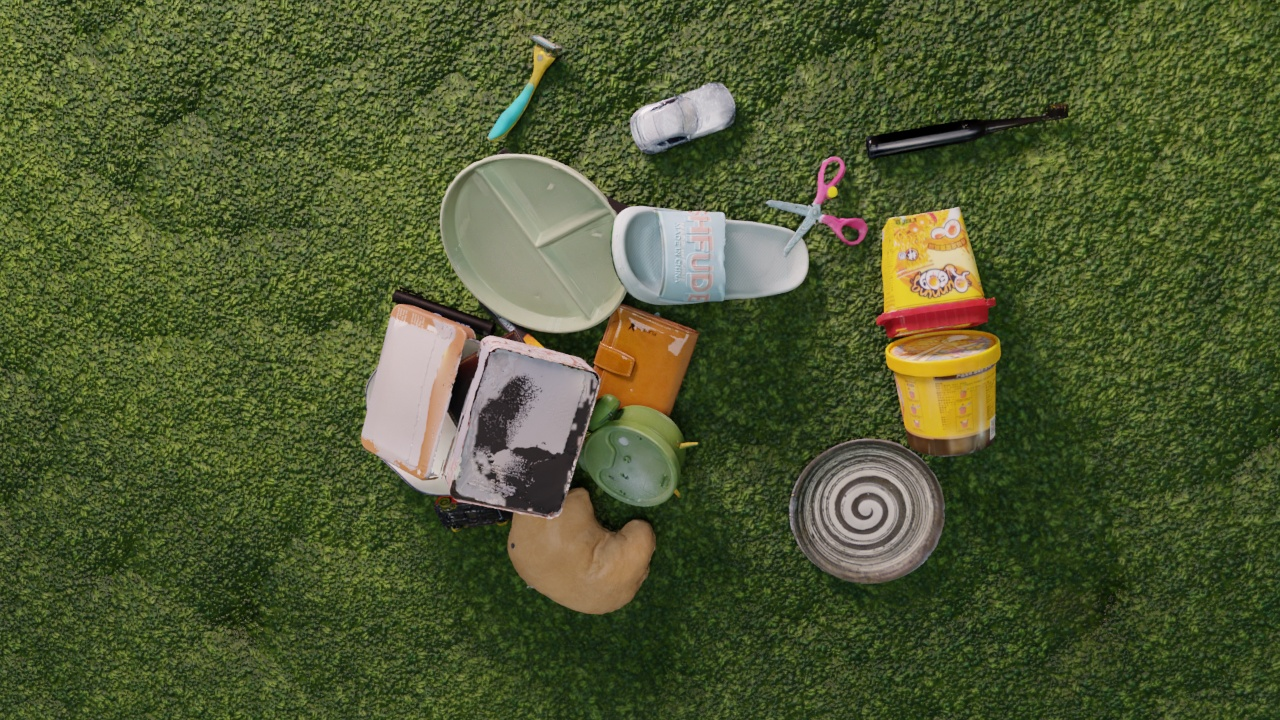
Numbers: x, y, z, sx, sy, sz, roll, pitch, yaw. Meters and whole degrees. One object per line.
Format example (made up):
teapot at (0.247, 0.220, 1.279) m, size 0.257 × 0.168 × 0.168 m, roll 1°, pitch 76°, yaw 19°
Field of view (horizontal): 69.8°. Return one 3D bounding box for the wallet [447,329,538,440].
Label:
wallet at (-0.174, 0.033, 1.081) m, size 0.122 × 0.020 × 0.096 m, roll -28°, pitch 95°, yaw 8°

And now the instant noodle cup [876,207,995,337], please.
instant noodle cup at (0.312, -0.094, 0.996) m, size 0.116 × 0.116 × 0.123 m, roll -8°, pitch 86°, yaw 9°

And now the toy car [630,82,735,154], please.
toy car at (0.048, -0.273, 1.036) m, size 0.121 × 0.036 × 0.054 m, roll -18°, pitch 96°, yaw 7°

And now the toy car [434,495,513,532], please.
toy car at (-0.202, 0.184, 1.145) m, size 0.106 × 0.031 × 0.049 m, roll -8°, pitch 127°, yaw 12°

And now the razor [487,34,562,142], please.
razor at (-0.137, -0.309, 1.058) m, size 0.043 × 0.028 × 0.133 m, roll 36°, pitch 100°, yaw 25°

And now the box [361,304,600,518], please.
box at (-0.187, 0.055, 1.019) m, size 0.271 × 0.132 × 0.179 m, roll 18°, pitch 96°, yaw 9°

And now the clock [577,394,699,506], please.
clock at (-0.018, 0.102, 1.068) m, size 0.161 × 0.056 × 0.116 m, roll 23°, pitch 129°, yaw 10°

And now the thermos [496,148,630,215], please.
thermos at (-0.065, -0.152, 1.056) m, size 0.242 × 0.068 × 0.090 m, roll 26°, pitch 115°, yaw 3°

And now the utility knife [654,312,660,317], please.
utility knife at (0.010, 0.046, 1.102) m, size 0.031 × 0.021 × 0.208 m, roll 3°, pitch 106°, yaw 5°

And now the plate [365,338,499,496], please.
plate at (-0.233, 0.065, 1.126) m, size 0.205 × 0.045 × 0.205 m, roll 1°, pitch 101°, yaw 7°

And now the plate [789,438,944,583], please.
plate at (0.266, 0.177, 1.087) m, size 0.179 × 0.024 × 0.179 m, roll 1°, pitch 100°, yaw 6°

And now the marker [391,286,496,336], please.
marker at (-0.239, -0.059, 1.120) m, size 0.132 × 0.020 × 0.022 m, roll 20°, pitch 76°, yaw 5°

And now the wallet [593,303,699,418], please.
wallet at (-0.006, 0.006, 1.079) m, size 0.119 × 0.035 × 0.131 m, roll 20°, pitch 106°, yaw 7°

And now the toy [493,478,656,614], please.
toy at (-0.095, 0.218, 1.101) m, size 0.226 × 0.082 × 0.143 m, roll 30°, pitch 89°, yaw -10°

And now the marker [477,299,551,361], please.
marker at (-0.150, -0.035, 1.113) m, size 0.124 × 0.015 × 0.018 m, roll 44°, pitch 96°, yaw 1°

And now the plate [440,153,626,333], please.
plate at (-0.117, -0.131, 1.037) m, size 0.230 × 0.027 × 0.231 m, roll 11°, pitch 130°, yaw 14°

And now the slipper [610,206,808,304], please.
slipper at (0.083, -0.110, 0.992) m, size 0.245 × 0.074 × 0.104 m, roll 0°, pitch 94°, yaw -24°

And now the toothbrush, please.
toothbrush at (0.356, -0.252, 1.001) m, size 0.213 × 0.026 × 0.027 m, roll -9°, pitch 136°, yaw 9°

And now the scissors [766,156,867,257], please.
scissors at (0.201, -0.161, 1.022) m, size 0.131 × 0.017 × 0.133 m, roll 40°, pitch 77°, yaw -18°

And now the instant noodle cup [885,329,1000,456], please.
instant noodle cup at (0.337, 0.036, 1.010) m, size 0.118 × 0.118 × 0.114 m, roll -9°, pitch 105°, yaw 9°
